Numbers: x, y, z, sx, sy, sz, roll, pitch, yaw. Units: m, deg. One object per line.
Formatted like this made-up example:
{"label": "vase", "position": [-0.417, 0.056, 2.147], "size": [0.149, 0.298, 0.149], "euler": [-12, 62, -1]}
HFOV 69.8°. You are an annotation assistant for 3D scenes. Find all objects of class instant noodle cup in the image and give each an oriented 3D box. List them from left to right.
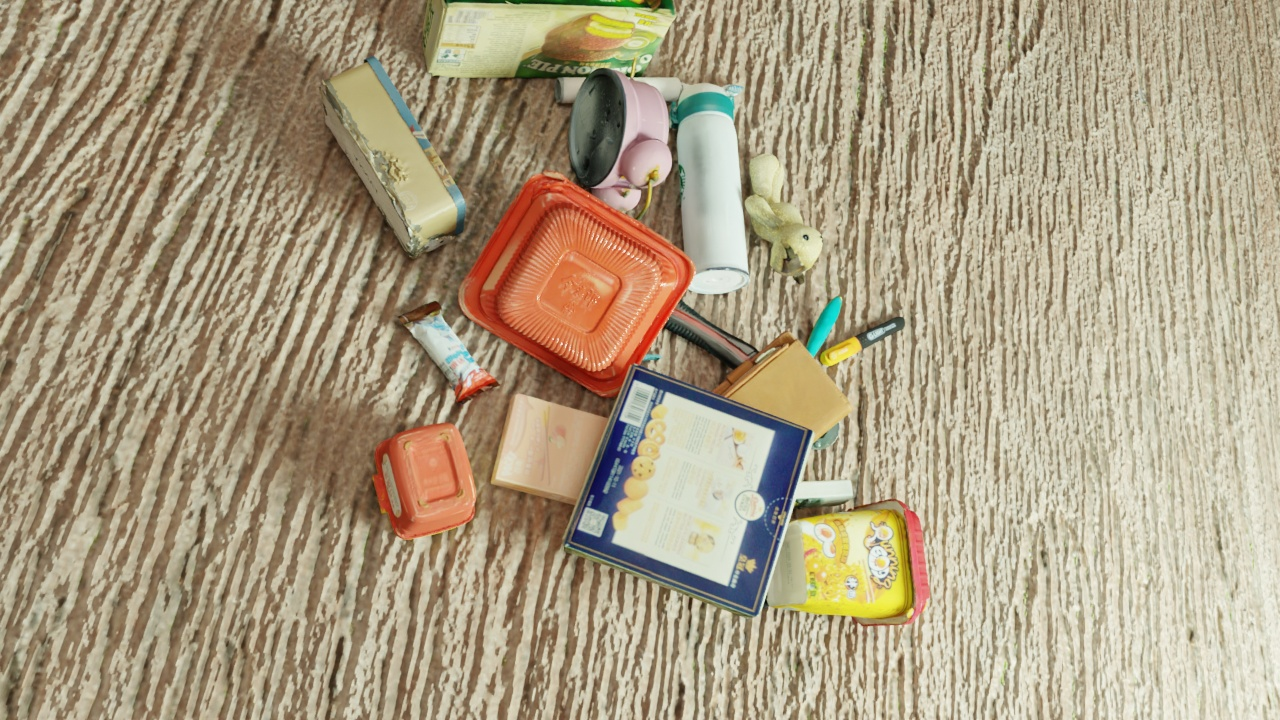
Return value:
{"label": "instant noodle cup", "position": [-0.059, -0.068, 0.852], "size": [0.189, 0.079, 0.164], "euler": [30, 96, -8]}
{"label": "instant noodle cup", "position": [0.189, 0.192, 0.869], "size": [0.123, 0.116, 0.116], "euler": [4, 72, -20]}

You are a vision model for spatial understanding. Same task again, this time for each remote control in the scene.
{"label": "remote control", "position": [0.135, 0.132, 0.886], "size": [0.135, 0.056, 0.019], "euler": [-2, 70, -6]}

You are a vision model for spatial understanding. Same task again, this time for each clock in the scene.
{"label": "clock", "position": [-0.018, -0.214, 0.924], "size": [0.059, 0.117, 0.158], "euler": [1, 70, -32]}

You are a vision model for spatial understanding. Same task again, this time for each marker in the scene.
{"label": "marker", "position": [0.248, -0.023, 1.014], "size": [0.123, 0.015, 0.018], "euler": [-24, 87, -26]}

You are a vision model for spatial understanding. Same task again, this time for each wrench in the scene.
{"label": "wrench", "position": [0.093, -0.004, 0.939], "size": [0.273, 0.016, 0.056], "euler": [37, 90, -1]}

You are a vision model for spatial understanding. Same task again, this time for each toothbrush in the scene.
{"label": "toothbrush", "position": [0.014, -0.297, 1.008], "size": [0.220, 0.026, 0.027], "euler": [-7, 102, -22]}

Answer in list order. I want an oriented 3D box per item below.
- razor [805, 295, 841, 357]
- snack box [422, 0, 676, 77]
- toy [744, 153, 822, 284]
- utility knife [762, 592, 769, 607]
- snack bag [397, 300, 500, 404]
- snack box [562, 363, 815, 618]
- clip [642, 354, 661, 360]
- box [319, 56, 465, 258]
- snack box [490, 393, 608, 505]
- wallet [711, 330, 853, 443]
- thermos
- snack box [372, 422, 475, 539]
{"label": "razor", "position": [0.185, -0.013, 0.979], "size": [0.043, 0.028, 0.132], "euler": [27, 72, 3]}
{"label": "snack box", "position": [-0.095, -0.345, 0.935], "size": [0.239, 0.115, 0.063], "euler": [-8, 75, -22]}
{"label": "toy", "position": [0.151, -0.156, 0.981], "size": [0.066, 0.105, 0.157], "euler": [-21, 55, 15]}
{"label": "utility knife", "position": [0.134, 0.153, 0.918], "size": [0.033, 0.015, 0.190], "euler": [16, 69, -17]}
{"label": "snack bag", "position": [-0.178, -0.008, 0.850], "size": [0.048, 0.026, 0.104], "euler": [-32, 86, -37]}
{"label": "snack box", "position": [0.044, 0.116, 0.828], "size": [0.182, 0.046, 0.177], "euler": [21, 69, 2]}
{"label": "clip", "position": [-0.005, 0.004, 0.915], "size": [0.055, 0.013, 0.034], "euler": [11, 69, -16]}
{"label": "box", "position": [-0.233, -0.191, 0.852], "size": [0.063, 0.090, 0.184], "euler": [-29, 86, -19]}
{"label": "snack box", "position": [-0.055, 0.093, 0.862], "size": [0.157, 0.026, 0.084], "euler": [17, 69, -14]}
{"label": "wallet", "position": [0.130, 0.049, 0.916], "size": [0.132, 0.031, 0.108], "euler": [-40, 91, -2]}
{"label": "thermos", "position": [0.071, -0.186, 0.974], "size": [0.073, 0.073, 0.224], "euler": [3, 72, -19]}
{"label": "snack box", "position": [-0.183, 0.101, 0.784], "size": [0.082, 0.080, 0.091], "euler": [-13, 79, -22]}
